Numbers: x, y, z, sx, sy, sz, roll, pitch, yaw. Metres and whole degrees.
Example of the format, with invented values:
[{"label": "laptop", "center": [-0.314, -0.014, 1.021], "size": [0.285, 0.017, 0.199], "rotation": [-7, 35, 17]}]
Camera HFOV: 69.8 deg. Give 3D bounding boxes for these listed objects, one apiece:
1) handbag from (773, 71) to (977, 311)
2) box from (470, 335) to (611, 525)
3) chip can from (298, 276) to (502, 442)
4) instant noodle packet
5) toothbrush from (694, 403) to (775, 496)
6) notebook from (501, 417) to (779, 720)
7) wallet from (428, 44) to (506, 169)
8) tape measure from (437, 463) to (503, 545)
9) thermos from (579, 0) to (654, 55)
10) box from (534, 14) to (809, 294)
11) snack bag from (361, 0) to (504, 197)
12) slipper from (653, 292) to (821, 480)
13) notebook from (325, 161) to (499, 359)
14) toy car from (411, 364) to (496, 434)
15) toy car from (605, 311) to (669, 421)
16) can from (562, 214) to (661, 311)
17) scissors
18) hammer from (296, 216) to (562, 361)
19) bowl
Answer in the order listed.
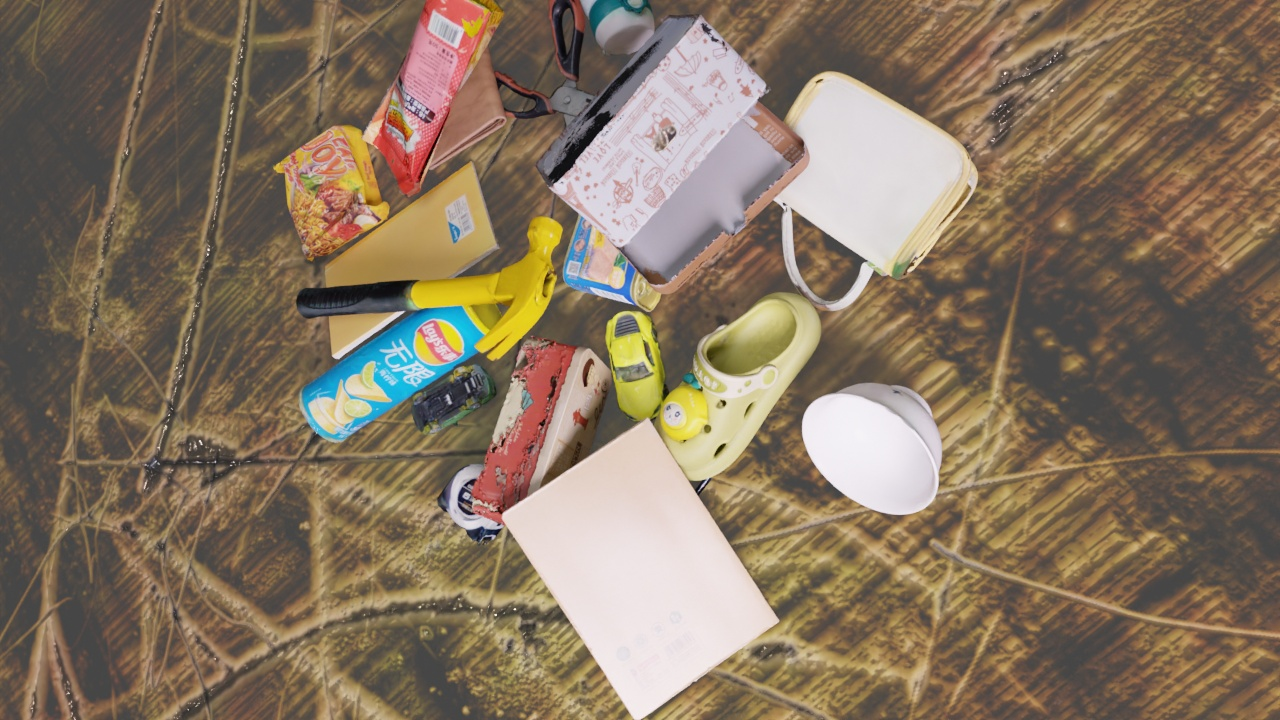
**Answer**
[{"label": "handbag", "center": [0.180, -0.137, 0.798], "size": [0.163, 0.063, 0.179], "rotation": [40, 110, 22]}, {"label": "box", "center": [-0.094, 0.068, 0.828], "size": [0.078, 0.091, 0.168], "rotation": [11, 75, 21]}, {"label": "chip can", "center": [-0.238, 0.001, 0.915], "size": [0.210, 0.071, 0.071], "rotation": [-31, 71, 13]}, {"label": "instant noodle packet", "center": [-0.340, -0.189, 1.005], "size": [0.111, 0.044, 0.128], "rotation": [-27, 72, 10]}, {"label": "toothbrush", "center": [0.063, 0.103, 0.815], "size": [0.016, 0.014, 0.189], "rotation": [36, 94, 6]}, {"label": "notebook", "center": [0.001, 0.174, 0.766], "size": [0.147, 0.008, 0.207], "rotation": [-33, 92, -6]}, {"label": "wallet", "center": [-0.194, -0.269, 0.967], "size": [0.115, 0.020, 0.101], "rotation": [-25, 71, 29]}, {"label": "tape measure", "center": [-0.152, 0.132, 0.880], "size": [0.066, 0.033, 0.066], "rotation": [42, 98, 20]}, {"label": "thermos", "center": [-0.043, -0.409, 0.917], "size": [0.073, 0.073, 0.224], "rotation": [-24, 73, 15]}, {"label": "box", "center": [0.030, -0.165, 0.777], "size": [0.166, 0.150, 0.182], "rotation": [40, 99, -21]}, {"label": "snack bag", "center": [-0.217, -0.283, 0.938], "size": [0.128, 0.073, 0.208], "rotation": [50, 119, 35]}, {"label": "slipper", "center": [0.071, 0.012, 0.785], "size": [0.190, 0.081, 0.091], "rotation": [-50, 46, 5]}, {"label": "notebook", "center": [-0.241, -0.106, 0.941], "size": [0.206, 0.010, 0.145], "rotation": [-33, 48, 12]}, {"label": "toy car", "center": [-0.184, 0.040, 0.907], "size": [0.091, 0.036, 0.043], "rotation": [-29, 73, 12]}, {"label": "toy car", "center": [-0.005, 0.005, 0.848], "size": [0.048, 0.032, 0.105], "rotation": [-15, 77, 17]}, {"label": "can", "center": [-0.017, -0.106, 0.860], "size": [0.083, 0.057, 0.102], "rotation": [17, 86, 25]}, {"label": "scissors", "center": [-0.082, -0.266, 0.903], "size": [0.189, 0.015, 0.225], "rotation": [-18, 77, 38]}, {"label": "hammer", "center": [-0.210, -0.061, 0.864], "size": [0.301, 0.033, 0.128], "rotation": [-1, 65, 29]}, {"label": "bowl", "center": [0.197, 0.058, 0.737], "size": [0.118, 0.118, 0.064], "rotation": [33, 53, 23]}]
